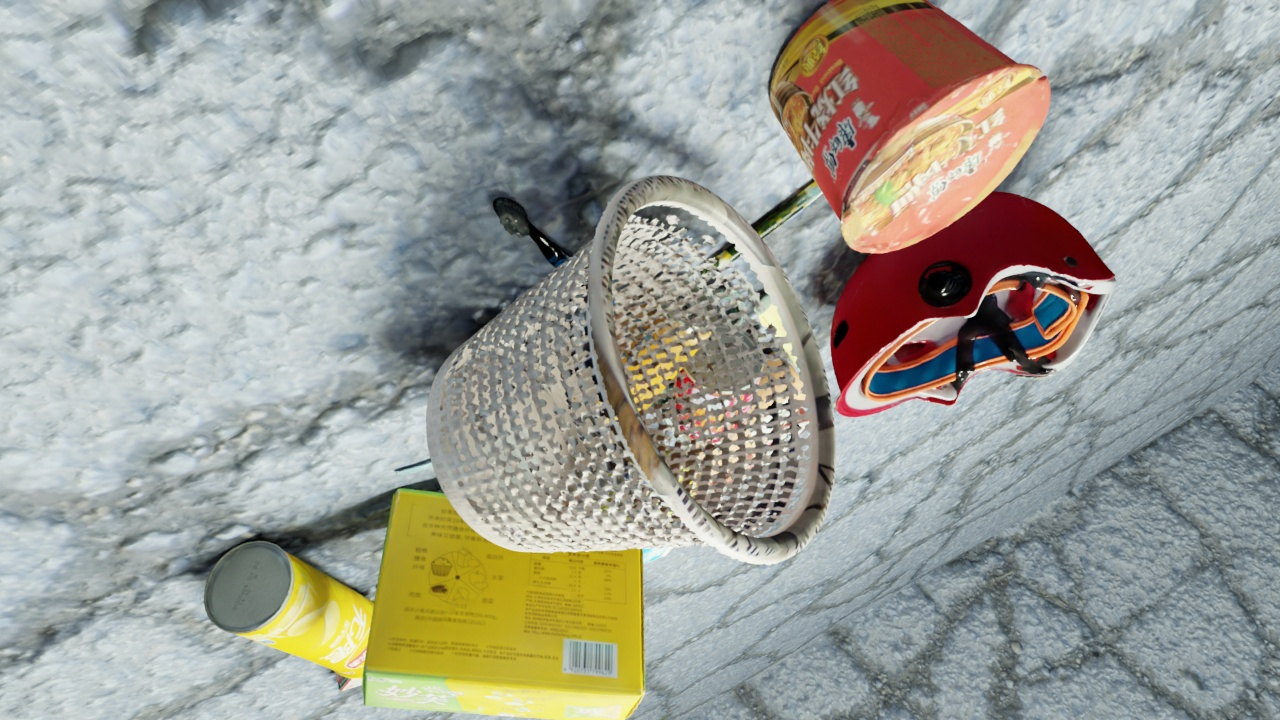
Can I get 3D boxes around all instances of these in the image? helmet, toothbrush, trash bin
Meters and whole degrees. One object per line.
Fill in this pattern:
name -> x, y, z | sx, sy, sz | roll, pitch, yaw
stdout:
helmet -> 0.262, -0.054, 0.789 | 0.240, 0.143, 0.207 | -20, 154, 8
toothbrush -> -0.047, -0.060, 0.600 | 0.014, 0.016, 0.189 | -31, 154, 9
toothbrush -> 0.121, -0.116, 0.672 | 0.186, 0.017, 0.012 | -37, 155, 11
trash bin -> -0.017, 0.028, 0.568 | 0.193, 0.227, 0.227 | -22, 162, 35

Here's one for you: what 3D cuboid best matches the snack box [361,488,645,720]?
snack box -> -0.105, 0.196, 0.735 | 0.210, 0.157, 0.070 | 8, 140, -11

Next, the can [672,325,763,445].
can -> 0.060, 0.022, 0.748 | 0.066, 0.066, 0.094 | -22, 151, -17

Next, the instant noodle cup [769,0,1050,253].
instant noodle cup -> 0.152, -0.149, 0.548 | 0.137, 0.108, 0.138 | -24, 152, -14

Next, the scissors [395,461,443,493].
scissors -> -0.130, 0.072, 0.738 | 0.133, 0.017, 0.136 | -11, 150, -27

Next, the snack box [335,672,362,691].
snack box -> -0.262, 0.305, 0.938 | 0.076, 0.027, 0.156 | -9, 158, -29

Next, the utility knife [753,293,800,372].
utility knife -> 0.141, -0.017, 0.852 | 0.031, 0.022, 0.213 | -51, 146, -2

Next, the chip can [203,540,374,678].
chip can -> -0.273, 0.213, 0.766 | 0.072, 0.072, 0.213 | -28, 152, -7

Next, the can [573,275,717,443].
can -> -0.004, 0.004, 0.702 | 0.058, 0.058, 0.146 | -2, 141, -44

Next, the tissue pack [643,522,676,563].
tissue pack -> -0.001, 0.174, 0.966 | 0.090, 0.063, 0.140 | -10, 153, -21

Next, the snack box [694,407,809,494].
snack box -> 0.102, 0.094, 0.974 | 0.113, 0.044, 0.127 | -11, 147, -34

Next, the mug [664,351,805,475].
mug -> 0.093, 0.048, 0.861 | 0.122, 0.078, 0.078 | -33, 153, -5

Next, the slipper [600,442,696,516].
slipper -> -0.014, 0.122, 0.831 | 0.190, 0.082, 0.091 | 10, 93, -40

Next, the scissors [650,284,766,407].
scissors -> 0.037, -0.008, 0.768 | 0.170, 0.019, 0.179 | -22, 150, -14
